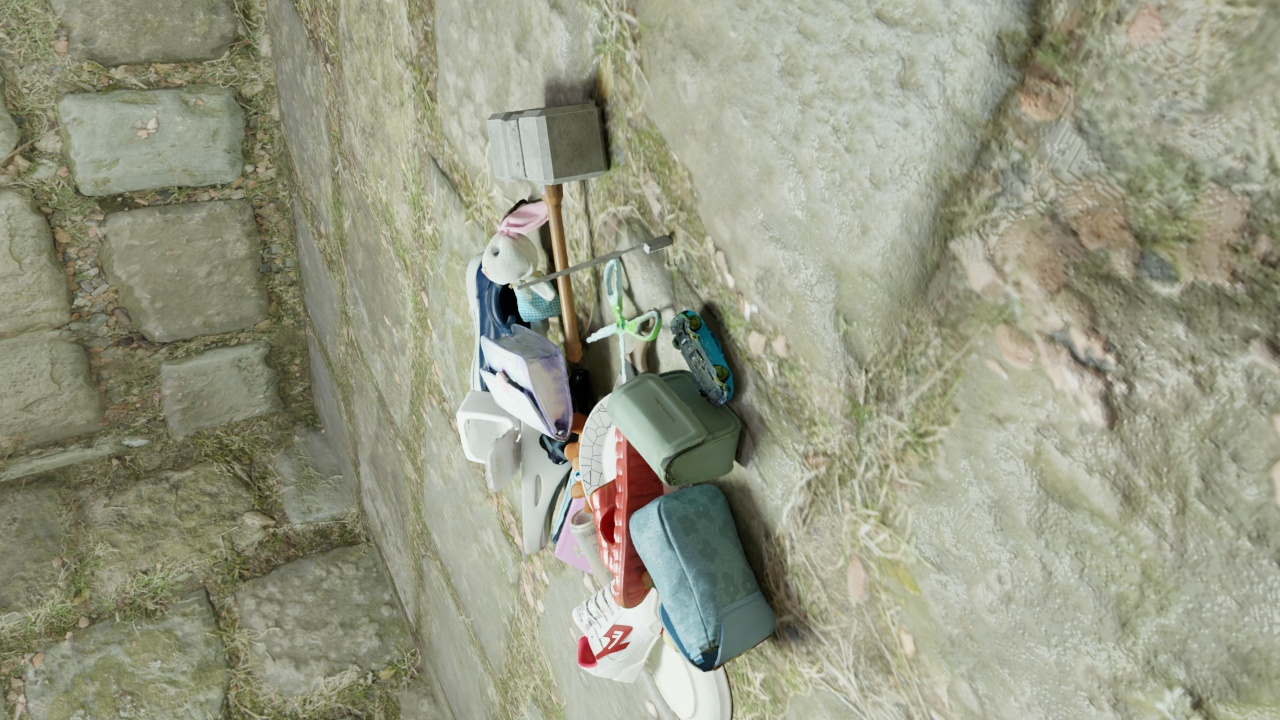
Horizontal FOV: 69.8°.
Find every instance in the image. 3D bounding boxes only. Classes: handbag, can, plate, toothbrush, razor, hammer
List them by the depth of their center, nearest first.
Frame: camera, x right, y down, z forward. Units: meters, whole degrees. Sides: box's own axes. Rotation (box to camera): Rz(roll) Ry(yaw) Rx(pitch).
[{"bbox_3d":[-0.045,-0.100,0.952,0.010,0.181,0.010,52,151,31],"label":"toothbrush"},{"bbox_3d":[0.038,0.069,0.971,0.122,0.106,0.067,47,139,41],"label":"handbag"},{"bbox_3d":[0.057,0.239,0.998,0.119,0.121,0.192,-36,74,42],"label":"handbag"},{"bbox_3d":[-0.004,0.129,1.124,0.189,0.016,0.188,2,93,43],"label":"plate"},{"bbox_3d":[-0.102,-0.149,1.139,0.163,0.082,0.318,22,123,57],"label":"hammer"},{"bbox_3d":[0.053,0.405,1.198,0.182,0.034,0.183,39,137,49],"label":"plate"},{"bbox_3d":[-0.153,0.031,1.222,0.159,0.069,0.126,25,129,53],"label":"handbag"},{"bbox_3d":[-0.046,0.262,1.245,0.054,0.054,0.136,17,137,59],"label":"can"},{"bbox_3d":[-0.102,0.076,1.274,0.053,0.064,0.141,-78,0,-71],"label":"razor"}]

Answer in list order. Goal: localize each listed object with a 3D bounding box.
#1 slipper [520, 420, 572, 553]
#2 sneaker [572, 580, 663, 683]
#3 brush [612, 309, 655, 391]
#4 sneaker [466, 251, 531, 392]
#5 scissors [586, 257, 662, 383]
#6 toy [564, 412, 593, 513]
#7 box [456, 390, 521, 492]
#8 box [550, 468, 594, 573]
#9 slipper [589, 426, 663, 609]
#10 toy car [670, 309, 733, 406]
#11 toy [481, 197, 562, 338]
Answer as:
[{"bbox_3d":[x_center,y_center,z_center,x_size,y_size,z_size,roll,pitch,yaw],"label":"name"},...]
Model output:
[{"bbox_3d":[-0.130,0.164,1.371,0.112,0.081,0.266,-51,-35,-74],"label":"slipper"},{"bbox_3d":[-0.032,0.328,1.195,0.090,0.104,0.237,-94,19,-50],"label":"sneaker"},{"bbox_3d":[-0.006,0.006,1.087,0.039,0.012,0.151,43,128,35],"label":"brush"},{"bbox_3d":[-0.193,-0.013,1.382,0.127,0.120,0.295,18,116,39],"label":"sneaker"},{"bbox_3d":[-0.022,-0.041,1.087,0.172,0.021,0.172,-14,82,55],"label":"scissors"},{"bbox_3d":[-0.064,0.135,1.207,0.095,0.065,0.127,-4,71,27],"label":"toy"},{"bbox_3d":[-0.223,0.128,1.346,0.107,0.133,0.110,8,132,13],"label":"box"},{"bbox_3d":[-0.069,0.212,1.332,0.092,0.090,0.215,24,138,4],"label":"box"},{"bbox_3d":[-0.018,0.157,1.057,0.059,0.103,0.248,-3,82,29],"label":"slipper"},{"bbox_3d":[0.067,-0.004,0.954,0.105,0.032,0.048,63,151,10],"label":"toy car"},{"bbox_3d":[-0.167,-0.117,1.261,0.131,0.105,0.205,18,119,62],"label":"toy"}]
